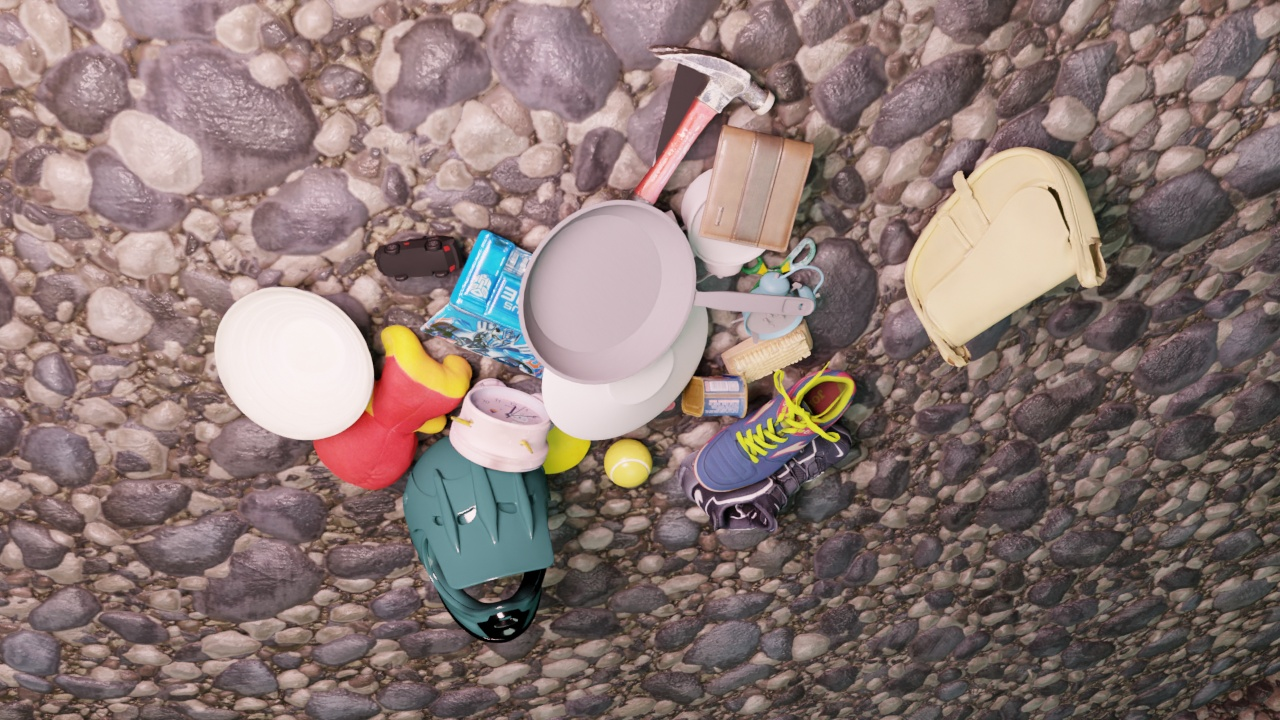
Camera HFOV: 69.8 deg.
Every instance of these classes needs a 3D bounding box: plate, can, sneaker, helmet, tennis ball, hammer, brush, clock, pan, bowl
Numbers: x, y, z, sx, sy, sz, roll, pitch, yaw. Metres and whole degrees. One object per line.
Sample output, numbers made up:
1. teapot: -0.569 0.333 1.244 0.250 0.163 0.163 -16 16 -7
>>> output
1. plate: -0.006 0.006 1.069 0.229 0.030 0.230 -22 133 -25
2. can: 0.093 0.045 1.173 0.059 0.100 0.054 0 91 -13
3. sneaker: 0.175 0.085 1.192 0.241 0.091 0.116 -35 92 -11
4. helmet: -0.190 0.198 1.109 0.176 0.274 0.201 -11 131 -16
5. tennis ball: -0.017 0.139 1.244 0.065 0.065 0.065 -8 131 -9
6. hammer: -0.004 -0.177 0.967 0.140 0.036 0.327 24 112 -30
7. brush: 0.167 -0.009 1.183 0.117 0.039 0.049 -25 131 4
8. clock: 0.173 -0.071 1.117 0.087 0.042 0.123 20 130 -34
9. sneaker: 0.186 0.167 1.265 0.252 0.150 0.097 -19 131 0
10. pan: 0.034 -0.070 0.993 0.356 0.051 0.201 0 113 -29
11. bowl: -0.370 -0.004 1.012 0.177 0.057 0.177 2 111 6
12. clock: 0.086 -0.147 1.029 0.119 0.061 0.159 25 119 -31
13. clock: -0.158 0.071 1.090 0.117 0.157 0.059 19 110 0

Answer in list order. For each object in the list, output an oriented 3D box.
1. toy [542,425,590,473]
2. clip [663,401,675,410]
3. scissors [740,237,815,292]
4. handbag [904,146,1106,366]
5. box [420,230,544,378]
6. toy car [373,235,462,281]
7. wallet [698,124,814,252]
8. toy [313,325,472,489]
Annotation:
1. toy: -0.112 0.112 1.213 0.094 0.041 0.096 -14 132 -9
2. clip: 0.030 0.039 1.205 0.023 0.044 0.060 -13 161 0
3. scissors: 0.164 -0.108 1.116 0.130 0.011 0.125 -29 136 12
4. handbag: 0.412 -0.124 1.067 0.088 0.190 0.233 9 142 -43
5. box: -0.112 -0.033 1.070 0.243 0.070 0.171 23 121 -30
6. toy car: -0.239 -0.113 0.989 0.092 0.036 0.042 -5 133 2
7. wallet: 0.120 -0.177 0.959 0.098 0.026 0.121 9 116 -6
8. toy: -0.302 0.067 1.091 0.147 0.098 0.217 33 110 -27
